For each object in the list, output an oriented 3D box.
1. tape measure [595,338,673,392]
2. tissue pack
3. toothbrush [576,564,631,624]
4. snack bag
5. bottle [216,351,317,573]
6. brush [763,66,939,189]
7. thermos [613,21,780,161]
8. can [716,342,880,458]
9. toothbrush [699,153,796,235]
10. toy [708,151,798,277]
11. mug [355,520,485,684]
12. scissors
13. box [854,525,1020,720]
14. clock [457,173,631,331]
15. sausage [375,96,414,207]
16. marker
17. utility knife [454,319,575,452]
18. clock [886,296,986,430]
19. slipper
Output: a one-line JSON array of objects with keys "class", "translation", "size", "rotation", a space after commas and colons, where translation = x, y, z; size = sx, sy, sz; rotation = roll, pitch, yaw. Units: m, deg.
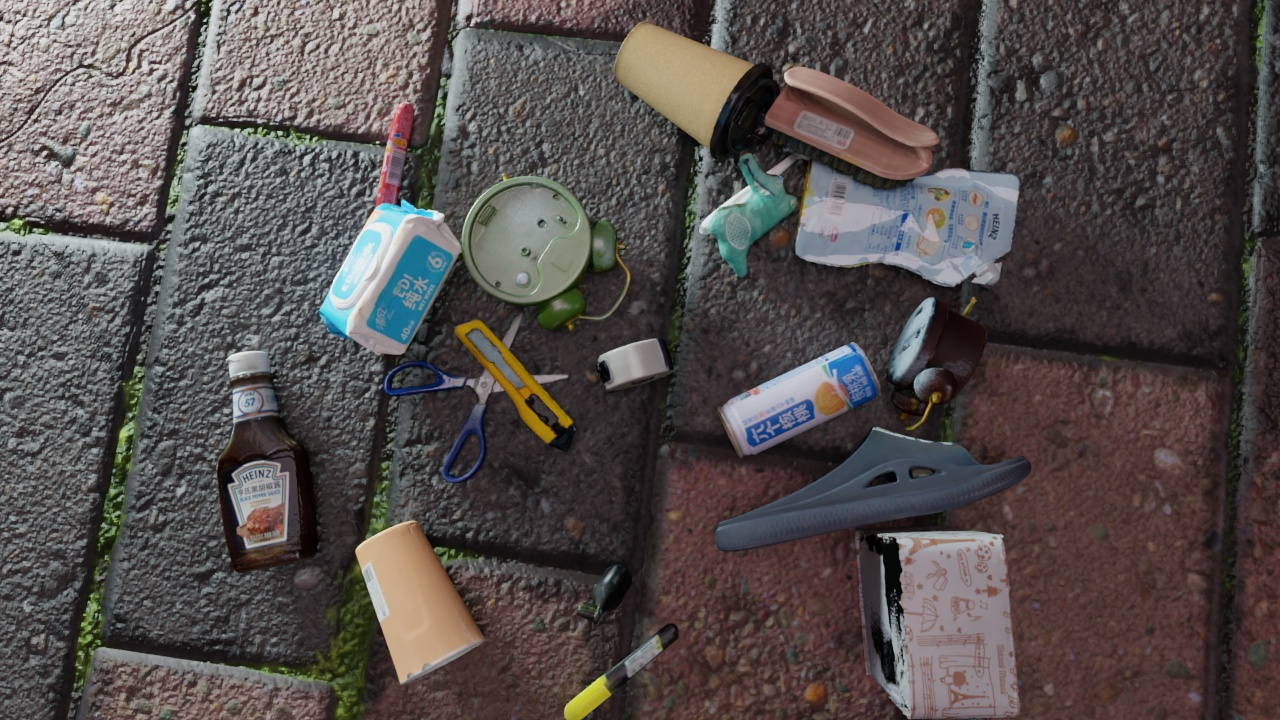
[{"class": "tape measure", "translation": [-0.005, 0.005, 0.811], "size": [0.066, 0.066, 0.033], "rotation": [-18, 84, 1]}, {"class": "tissue pack", "translation": [-0.226, -0.075, 0.818], "size": [0.090, 0.063, 0.140], "rotation": [24, 84, 49]}, {"class": "toothbrush", "translation": [-0.027, 0.183, 0.716], "size": [0.027, 0.212, 0.026], "rotation": [21, 85, 6]}, {"class": "snack bag", "translation": [0.239, -0.128, 0.826], "size": [0.191, 0.039, 0.110], "rotation": [10, 73, 4]}, {"class": "bottle", "translation": [-0.343, 0.089, 0.833], "size": [0.080, 0.044, 0.194], "rotation": [-11, 82, 1]}, {"class": "brush", "translation": [0.184, -0.200, 0.795], "size": [0.146, 0.073, 0.063], "rotation": [29, 65, 13]}, {"class": "thermos", "translation": [0.051, -0.247, 0.832], "size": [0.143, 0.093, 0.093], "rotation": [33, 86, 15]}, {"class": "can", "translation": [0.138, 0.036, 0.805], "size": [0.134, 0.053, 0.053], "rotation": [-25, 82, 0]}, {"class": "toothbrush", "translation": [0.125, -0.175, 0.850], "size": [0.180, 0.016, 0.016], "rotation": [-39, 78, -2]}, {"class": "toy", "translation": [0.100, -0.137, 0.834], "size": [0.092, 0.030, 0.096], "rotation": [-37, 113, -9]}, {"class": "mug", "translation": [-0.197, 0.207, 0.797], "size": [0.078, 0.078, 0.122], "rotation": [-29, 77, -1]}, {"class": "scissors", "translation": [-0.154, 0.032, 0.844], "size": [0.176, 0.012, 0.162], "rotation": [4, 82, 3]}, {"class": "box", "translation": [0.244, 0.258, 0.709], "size": [0.106, 0.178, 0.272], "rotation": [-16, 82, 1]}, {"class": "clock", "translation": [-0.085, -0.095, 0.833], "size": [0.161, 0.056, 0.116], "rotation": [32, 86, 7]}, {"class": "sausage", "translation": [-0.236, -0.176, 0.869], "size": [0.020, 0.020, 0.155], "rotation": [8, 84, 4]}, {"class": "marker", "translation": [-0.016, 0.274, 0.806], "size": [0.124, 0.015, 0.018], "rotation": [-38, 83, -5]}, {"class": "utility knife", "translation": [-0.113, 0.022, 0.831], "size": [0.033, 0.015, 0.154], "rotation": [-42, 83, -9]}, {"class": "clock", "translation": [0.249, 0.004, 0.786], "size": [0.055, 0.082, 0.121], "rotation": [25, 71, 1]}, {"class": "slipper", "translation": [0.188, 0.098, 0.769], "size": [0.268, 0.110, 0.083], "rotation": [-14, 79, 5]}]
